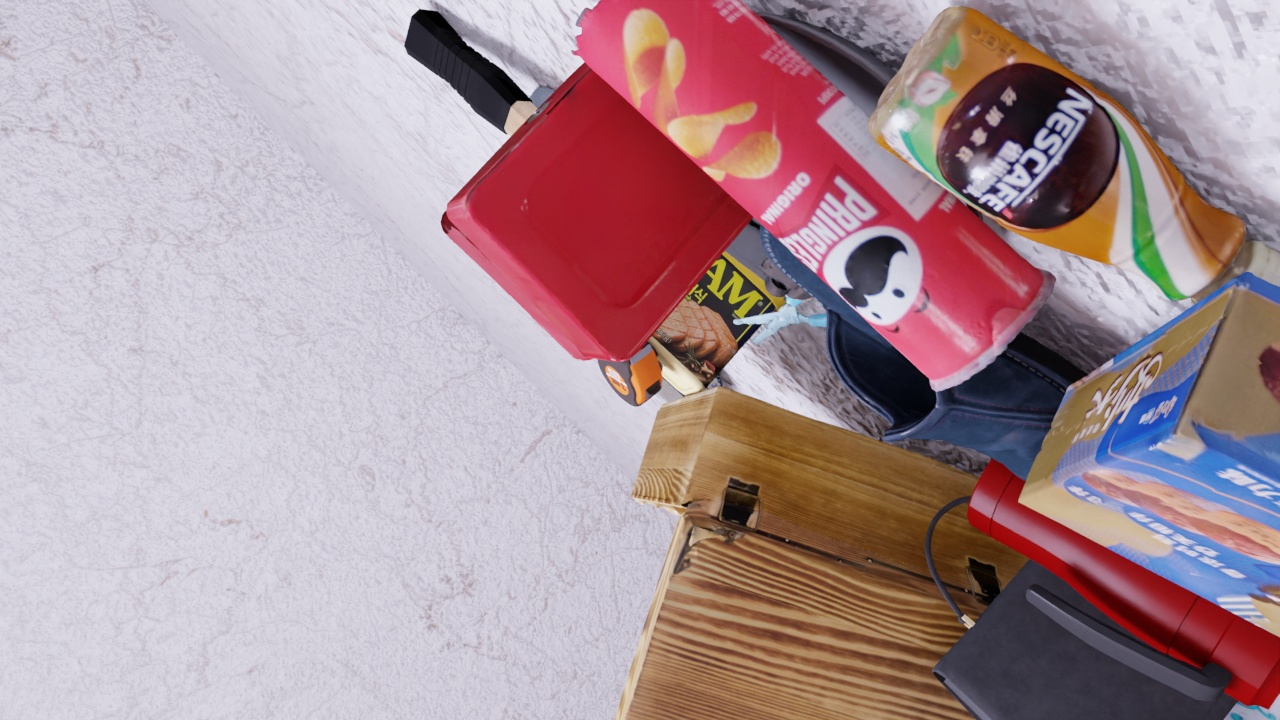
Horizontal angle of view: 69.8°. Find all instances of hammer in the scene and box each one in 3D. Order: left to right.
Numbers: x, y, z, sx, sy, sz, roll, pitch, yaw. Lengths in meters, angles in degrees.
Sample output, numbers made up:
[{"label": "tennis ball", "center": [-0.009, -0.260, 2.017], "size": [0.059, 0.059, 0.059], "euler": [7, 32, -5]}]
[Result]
[{"label": "hammer", "center": [-0.087, -0.184, 0.726], "size": [0.039, 0.131, 0.328], "euler": [-14, -130, -46]}]

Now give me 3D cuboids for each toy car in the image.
[{"label": "toy car", "center": [0.082, -0.086, 0.623], "size": [0.113, 0.040, 0.049], "euler": [38, 139, 2]}]

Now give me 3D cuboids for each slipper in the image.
[{"label": "slipper", "center": [0.160, 0.016, 0.511], "size": [0.265, 0.083, 0.109], "euler": [38, 166, 9]}]

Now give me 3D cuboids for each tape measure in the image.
[{"label": "tape measure", "center": [-0.004, 0.004, 0.735], "size": [0.058, 0.038, 0.059], "euler": [28, 149, 50]}]

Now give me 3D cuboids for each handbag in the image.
[{"label": "handbag", "center": [0.274, 0.168, 0.602], "size": [0.196, 0.175, 0.072], "euler": [41, 169, 25]}]

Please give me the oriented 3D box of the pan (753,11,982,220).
[{"label": "pan", "center": [0.147, -0.070, 0.509], "size": [0.354, 0.024, 0.217], "euler": [45, 169, -14]}]

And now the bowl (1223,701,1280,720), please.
[{"label": "bowl", "center": [0.422, 0.249, 0.645], "size": [0.144, 0.074, 0.144], "euler": [40, 169, 9]}]

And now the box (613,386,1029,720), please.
[{"label": "box", "center": [0.120, 0.220, 0.726], "size": [0.279, 0.336, 0.286], "euler": [21, 169, -7]}]

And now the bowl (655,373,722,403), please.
[{"label": "bowl", "center": [0.049, 0.017, 1.086], "size": [0.115, 0.059, 0.115], "euler": [40, 169, 9]}]

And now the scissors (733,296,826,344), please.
[{"label": "scissors", "center": [0.127, -0.030, 0.681], "size": [0.095, 0.015, 0.143], "euler": [35, 155, -5]}]

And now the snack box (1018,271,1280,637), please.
[{"label": "snack box", "center": [0.279, 0.064, 0.356], "size": [0.203, 0.069, 0.155], "euler": [28, 167, 11]}]

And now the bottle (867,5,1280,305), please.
[{"label": "bottle", "center": [0.171, -0.068, 0.353], "size": [0.167, 0.059, 0.059], "euler": [33, 169, 0]}]

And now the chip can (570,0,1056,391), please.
[{"label": "chip can", "center": [0.076, -0.090, 0.421], "size": [0.233, 0.073, 0.073], "euler": [43, 169, 1]}]

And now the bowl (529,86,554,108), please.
[{"label": "bowl", "center": [-0.065, -0.179, 0.785], "size": [0.106, 0.039, 0.106], "euler": [40, 169, 9]}]

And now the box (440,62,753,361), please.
[{"label": "box", "center": [-0.014, -0.092, 0.510], "size": [0.130, 0.157, 0.098], "euler": [44, 164, -17]}]

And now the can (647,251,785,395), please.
[{"label": "can", "center": [0.033, -0.051, 0.764], "size": [0.135, 0.104, 0.075], "euler": [43, 169, -3]}]

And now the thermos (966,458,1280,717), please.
[{"label": "thermos", "center": [0.293, 0.126, 0.536], "size": [0.199, 0.107, 0.084], "euler": [34, 150, 38]}]
